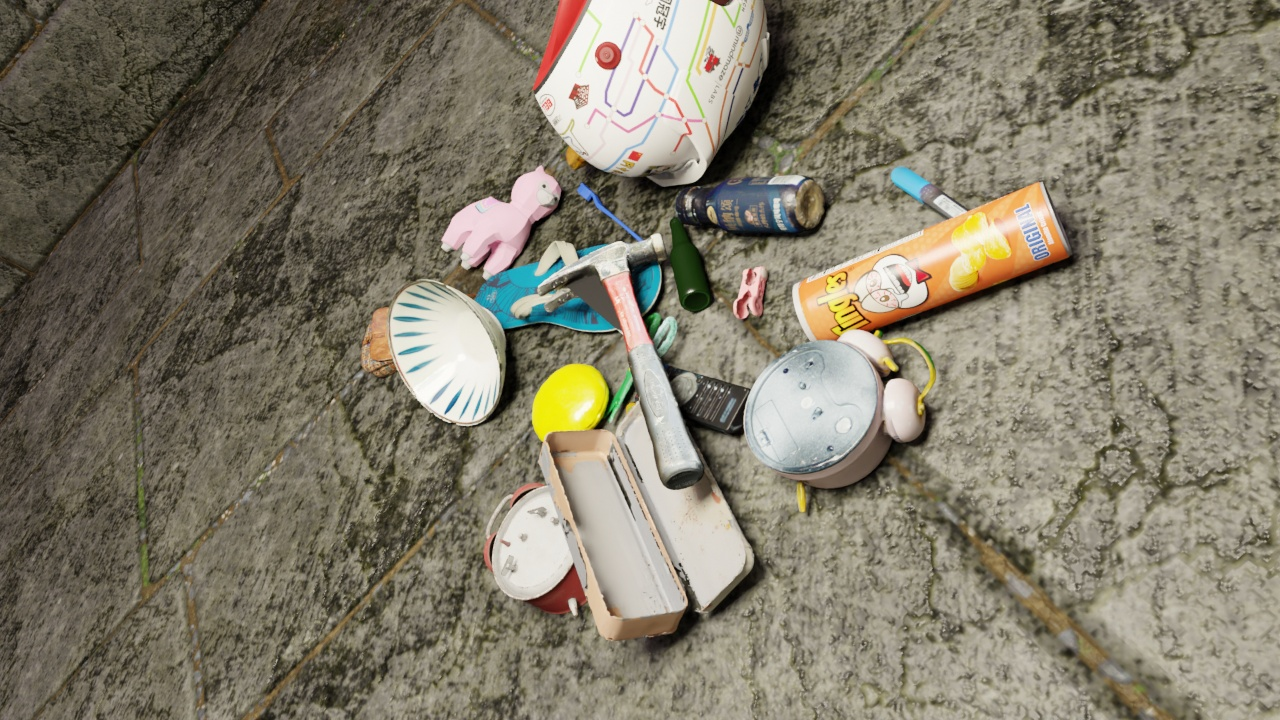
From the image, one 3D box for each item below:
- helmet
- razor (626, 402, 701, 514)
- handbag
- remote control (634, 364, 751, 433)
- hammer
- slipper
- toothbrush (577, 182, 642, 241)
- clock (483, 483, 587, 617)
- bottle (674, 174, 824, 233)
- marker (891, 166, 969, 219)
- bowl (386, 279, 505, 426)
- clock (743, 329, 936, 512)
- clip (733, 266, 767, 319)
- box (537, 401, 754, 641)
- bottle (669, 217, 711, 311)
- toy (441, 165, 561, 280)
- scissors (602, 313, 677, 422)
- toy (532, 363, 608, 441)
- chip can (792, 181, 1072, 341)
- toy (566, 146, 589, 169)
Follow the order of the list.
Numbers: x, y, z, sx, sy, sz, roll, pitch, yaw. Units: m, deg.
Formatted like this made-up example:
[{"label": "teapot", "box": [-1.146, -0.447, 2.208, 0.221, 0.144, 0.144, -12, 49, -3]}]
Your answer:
[{"label": "helmet", "box": [0.023, -0.350, 0.993, 0.231, 0.236, 0.314, 175, 108, -69]}, {"label": "razor", "box": [0.021, 0.083, 0.858, 0.044, 0.021, 0.144, -57, 41, 17]}, {"label": "handbag", "box": [-0.290, -0.047, 1.204, 0.196, 0.043, 0.093, -21, 52, 25]}, {"label": "remote control", "box": [0.049, 0.035, 0.868, 0.141, 0.021, 0.045, 17, 72, 51]}, {"label": "hammer", "box": [-0.008, -0.005, 0.861, 0.140, 0.036, 0.325, -20, 42, 1]}, {"label": "slipper", "box": [-0.100, -0.089, 1.052, 0.296, 0.060, 0.118, -3, 56, 39]}, {"label": "toothbrush", "box": [-0.035, -0.170, 1.079, 0.011, 0.016, 0.186, -52, 40, 10]}, {"label": "clock", "box": [-0.100, 0.170, 0.872, 0.157, 0.062, 0.109, 18, 75, 46]}, {"label": "bottle", "box": [0.106, -0.156, 0.923, 0.161, 0.056, 0.056, 9, 68, 44]}, {"label": "marker", "box": [0.264, -0.138, 0.808, 0.018, 0.015, 0.123, -42, 46, 5]}, {"label": "bowl", "box": [-0.207, -0.019, 1.064, 0.178, 0.177, 0.070, -6, 18, 38]}, {"label": "clock", "box": [0.162, 0.036, 0.741, 0.158, 0.059, 0.116, -38, 45, 14]}, {"label": "clip", "box": [0.102, -0.065, 0.891, 0.039, 0.022, 0.059, -6, 53, 41]}, {"label": "box", "box": [-0.002, 0.120, 0.789, 0.217, 0.121, 0.095, -118, 32, -45]}, {"label": "bottle", "box": [0.047, -0.105, 0.956, 0.033, 0.033, 0.122, -30, 46, 21]}, {"label": "toy", "box": [-0.175, -0.182, 1.176, 0.157, 0.067, 0.123, -52, 41, -7]}, {"label": "scissors", "box": [0.000, 0.010, 0.922, 0.078, 0.013, 0.131, 0, 63, 60]}, {"label": "toy", "box": [-0.074, 0.046, 0.950, 0.096, 0.041, 0.094, -32, 47, 22]}, {"label": "chip can", "box": [0.233, -0.074, 0.753, 0.211, 0.062, 0.062, -22, 50, 28]}, {"label": "toy", "box": [-0.049, -0.309, 1.147, 0.133, 0.076, 0.175, -33, 37, 60]}]
